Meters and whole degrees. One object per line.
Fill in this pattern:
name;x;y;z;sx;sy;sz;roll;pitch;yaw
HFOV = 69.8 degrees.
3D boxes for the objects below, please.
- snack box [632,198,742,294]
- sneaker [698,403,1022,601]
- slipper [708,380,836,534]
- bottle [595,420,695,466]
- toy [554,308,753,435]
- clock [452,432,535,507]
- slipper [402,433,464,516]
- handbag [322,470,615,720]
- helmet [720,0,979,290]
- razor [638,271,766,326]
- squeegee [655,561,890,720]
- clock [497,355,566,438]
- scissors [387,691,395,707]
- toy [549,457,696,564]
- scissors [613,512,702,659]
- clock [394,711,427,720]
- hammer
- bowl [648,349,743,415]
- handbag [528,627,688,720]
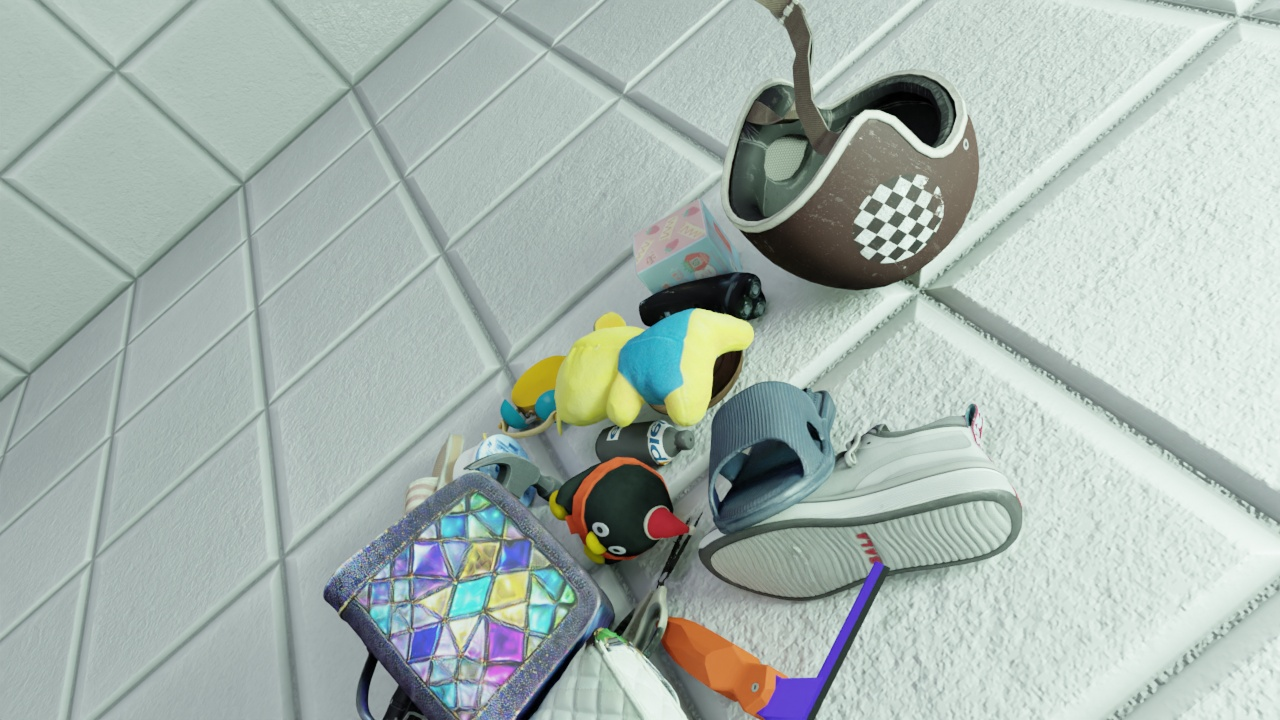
snack box;0.055;-0.113;1.055;0.095;0.093;0.079;-27;40;19
sneaker;0.166;0.111;0.747;0.264;0.097;0.128;-21;30;27
slipper;0.101;0.059;0.756;0.101;0.082;0.263;-34;3;22
bottle;0.005;0.086;0.943;0.113;0.047;0.046;-9;48;36
toy;-0.006;0.006;0.944;0.214;0.084;0.148;-4;41;42
clock;-0.164;0.141;1.005;0.052;0.089;0.125;-23;39;31
slipper;-0.244;0.177;1.020;0.262;0.052;0.115;-88;21;-57
handbag;-0.153;0.235;0.805;0.221;0.125;0.205;-44;71;-12
helmet;0.190;-0.193;0.877;0.234;0.253;0.233;-62;29;14
razor;0.066;-0.059;1.007;0.141;0.053;0.063;-11;27;18
squeegee;0.066;0.242;0.727;0.249;0.055;0.185;-60;28;-11
clock;-0.119;0.042;1.102;0.099;0.044;0.129;-12;39;34
scissors;-0.215;0.269;0.985;0.179;0.015;0.199;-40;38;4
toy;-0.015;0.140;0.858;0.099;0.097;0.119;-42;16;-18
scissors;0.017;0.208;0.815;0.163;0.012;0.153;-50;10;3
clock;-0.198;0.374;0.807;0.044;0.087;0.124;-24;43;21
hammer;-0.185;0.244;0.915;0.025;0.118;0.332;-1;57;45
bowl;0.062;0.017;0.971;0.119;0.032;0.119;-24;41;22
handbag;-0.047;0.323;0.708;0.195;0.072;0.139;-54;39;5
